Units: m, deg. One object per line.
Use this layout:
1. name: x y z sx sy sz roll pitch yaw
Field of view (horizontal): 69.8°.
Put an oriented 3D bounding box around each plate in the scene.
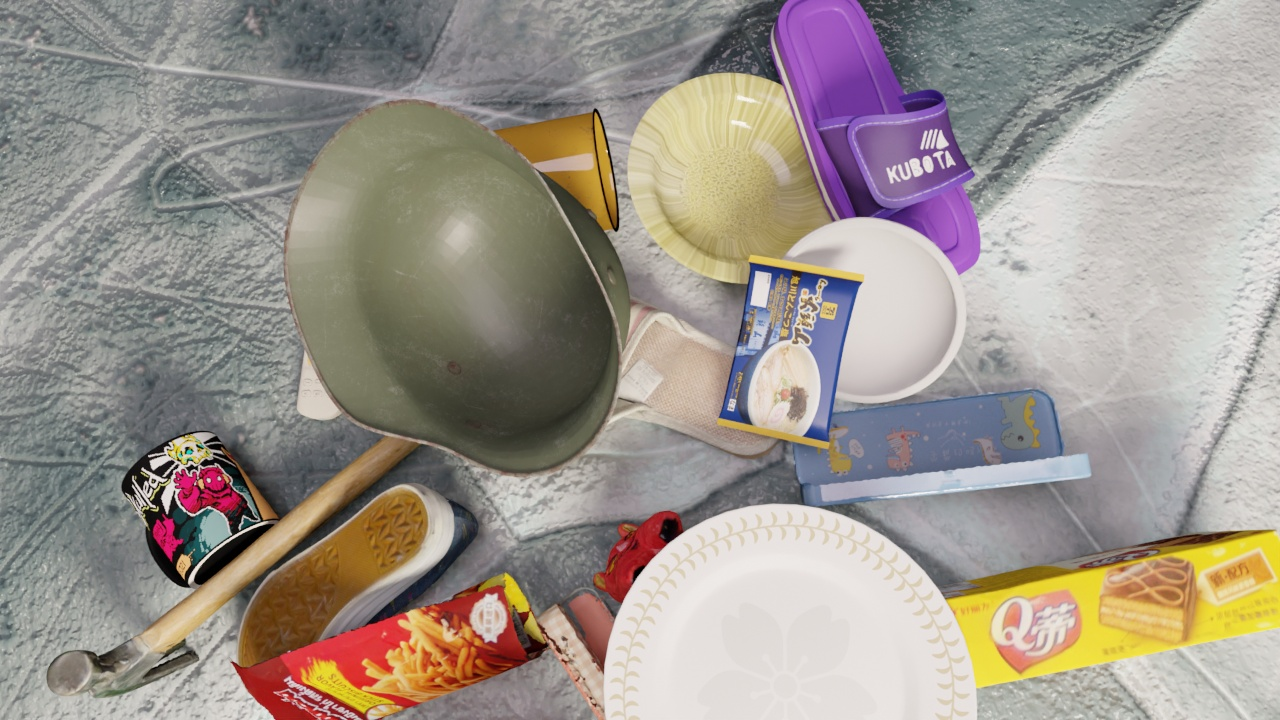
1. plate: 0.079 -0.147 0.766 0.184 0.036 0.184 2 77 -7
2. plate: 0.095 0.218 0.611 0.243 0.016 0.242 -3 75 11

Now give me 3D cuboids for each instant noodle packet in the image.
1. instant noodle packet: 0.113 -0.007 0.701 0.087 0.026 0.134 12 95 15

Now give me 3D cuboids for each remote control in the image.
1. remote control: -0.271 -0.011 0.797 0.038 0.018 0.125 2 77 7

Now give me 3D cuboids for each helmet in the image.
1. helmet: -0.102 -0.046 0.662 0.227 0.153 0.268 -45 78 23

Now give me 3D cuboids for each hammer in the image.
1. hammer: -0.286 0.143 0.729 0.330 0.132 0.033 -40 75 -14

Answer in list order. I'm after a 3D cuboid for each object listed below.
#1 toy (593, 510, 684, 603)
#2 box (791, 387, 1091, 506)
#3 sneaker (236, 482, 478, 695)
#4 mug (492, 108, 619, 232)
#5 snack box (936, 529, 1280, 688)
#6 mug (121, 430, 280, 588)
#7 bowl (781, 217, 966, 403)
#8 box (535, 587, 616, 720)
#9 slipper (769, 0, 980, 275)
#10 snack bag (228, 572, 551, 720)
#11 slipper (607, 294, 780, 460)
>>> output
1. toy: 0.027 0.179 0.710 0.133 0.094 0.087 50 57 -11
2. box: 0.223 0.066 0.696 0.209 0.073 0.085 -7 73 5
3. sneaker: -0.224 0.180 0.725 0.236 0.079 0.087 -42 65 15
4. mug: -0.072 -0.138 0.760 0.094 0.100 0.123 -9 82 6
5. snack box: 0.313 0.172 0.642 0.230 0.110 0.061 -13 78 4
6. mug: -0.366 0.132 0.752 0.098 0.081 0.118 47 114 13
7. bowl: 0.177 -0.043 0.719 0.150 0.043 0.150 8 114 19
8. box: -0.008 0.257 0.691 0.070 0.057 0.187 -29 75 -34
9. slipper: 0.192 -0.189 0.728 0.107 0.084 0.266 -21 81 -13
10. snack bag: -0.182 0.226 0.688 0.208 0.139 0.066 -18 46 1
11. slipper: -0.004 0.004 0.745 0.263 0.052 0.115 21 80 10
